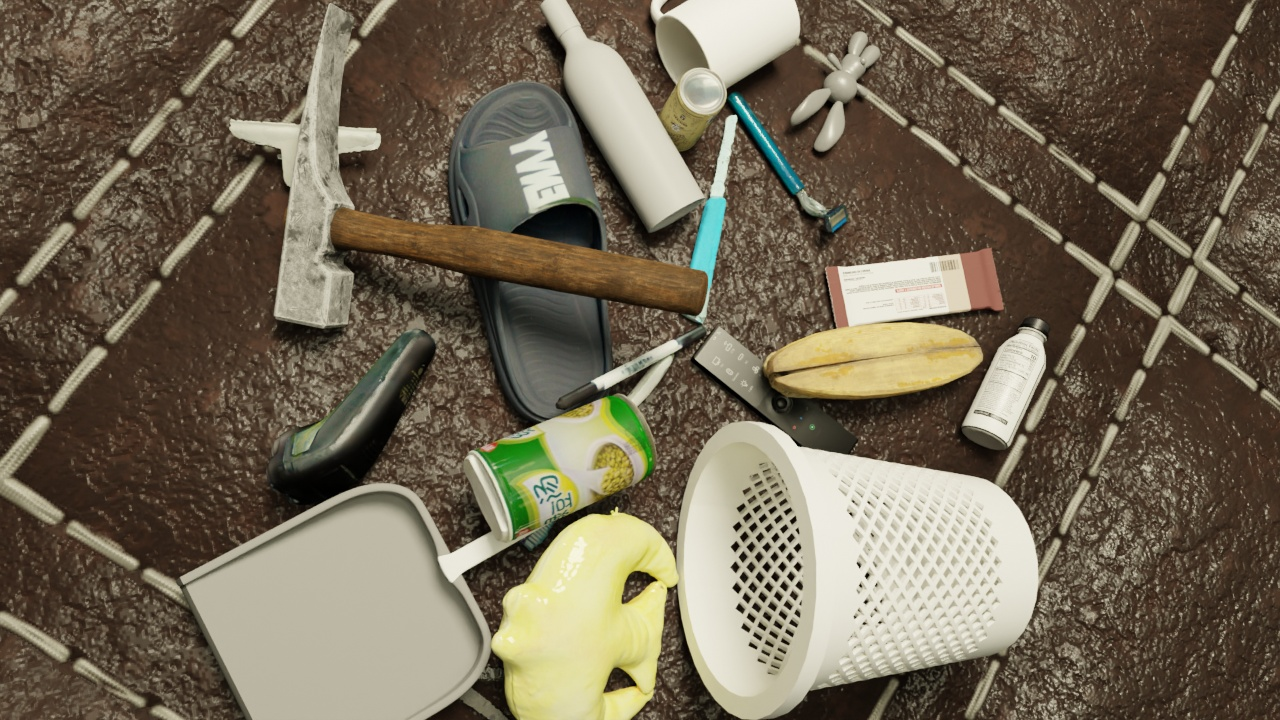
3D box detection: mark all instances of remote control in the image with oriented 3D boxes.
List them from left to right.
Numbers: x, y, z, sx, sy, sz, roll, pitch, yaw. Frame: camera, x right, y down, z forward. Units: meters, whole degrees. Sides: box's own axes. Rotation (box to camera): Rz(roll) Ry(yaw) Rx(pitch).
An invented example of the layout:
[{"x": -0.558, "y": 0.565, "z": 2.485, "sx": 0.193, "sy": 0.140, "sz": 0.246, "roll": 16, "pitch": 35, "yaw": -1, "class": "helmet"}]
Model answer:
[{"x": 0.109, "y": 0.032, "z": 0.739, "sx": 0.150, "sy": 0.013, "sz": 0.034, "roll": 39, "pitch": 76, "yaw": -5, "class": "remote control"}]

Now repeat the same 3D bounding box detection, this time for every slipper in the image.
[{"x": -0.078, "y": -0.084, "z": 0.679, "sx": 0.110, "sy": 0.083, "sz": 0.268, "roll": -9, "pitch": 86, "yaw": -12, "class": "slipper"}]

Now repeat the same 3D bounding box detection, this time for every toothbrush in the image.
[{"x": -0.030, "y": 0.067, "z": 0.703, "sx": 0.017, "sy": 0.016, "sz": 0.188, "roll": 42, "pitch": 76, "yaw": -15, "class": "toothbrush"}]

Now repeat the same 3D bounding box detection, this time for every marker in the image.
[{"x": -0.004, "y": 0.004, "z": 0.693, "sx": 0.151, "sy": 0.011, "sz": 0.011, "roll": -28, "pitch": 89, "yaw": -35, "class": "marker"}]

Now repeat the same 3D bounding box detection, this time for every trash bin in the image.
[{"x": 0.157, "y": 0.146, "z": 0.657, "sx": 0.199, "sy": 0.196, "sz": 0.195, "roll": 5, "pitch": 81, "yaw": -22, "class": "trash bin"}]

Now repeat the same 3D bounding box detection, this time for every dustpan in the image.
[{"x": -0.161, "y": 0.160, "z": 0.641, "sx": 0.257, "sy": 0.033, "sz": 0.163, "roll": -27, "pitch": 85, "yaw": -21, "class": "dustpan"}]

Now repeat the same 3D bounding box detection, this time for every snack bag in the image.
[{"x": 0.234, "y": -0.060, "z": 0.779, "sx": 0.157, "sy": 0.013, "sz": 0.057, "roll": -8, "pitch": 82, "yaw": -14, "class": "snack bag"}]

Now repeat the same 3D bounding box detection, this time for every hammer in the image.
[{"x": -0.095, "y": -0.110, "z": 0.625, "sx": 0.301, "sy": 0.037, "sz": 0.218, "roll": 11, "pitch": 96, "yaw": 8, "class": "hammer"}]

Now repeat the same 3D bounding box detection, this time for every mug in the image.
[{"x": 0.059, "y": -0.276, "z": 0.746, "sx": 0.090, "sy": 0.074, "sz": 0.110, "roll": -35, "pitch": 65, "yaw": -15, "class": "mug"}]

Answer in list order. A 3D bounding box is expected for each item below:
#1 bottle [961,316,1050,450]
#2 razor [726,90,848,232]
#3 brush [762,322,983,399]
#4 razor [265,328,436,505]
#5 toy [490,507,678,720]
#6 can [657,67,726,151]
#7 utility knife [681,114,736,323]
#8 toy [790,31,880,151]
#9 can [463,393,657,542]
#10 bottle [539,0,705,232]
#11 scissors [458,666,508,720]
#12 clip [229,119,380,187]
[{"x": 0.312, "y": 0.016, "z": 0.772, "sx": 0.041, "sy": 0.041, "sz": 0.116, "roll": 31, "pitch": 77, "yaw": -7, "class": "bottle"}, {"x": 0.119, "y": -0.165, "z": 0.765, "sx": 0.144, "sy": 0.022, "sz": 0.042, "roll": 51, "pitch": 38, "yaw": 2, "class": "razor"}, {"x": 0.188, "y": 0.002, "z": 0.740, "sx": 0.195, "sy": 0.043, "sz": 0.059, "roll": -5, "pitch": 80, "yaw": -19, "class": "brush"}, {"x": -0.205, "y": 0.036, "z": 0.655, "sx": 0.067, "sy": 0.054, "sz": 0.151, "roll": 27, "pitch": 69, "yaw": 19, "class": "razor"}, {"x": -0.039, "y": 0.187, "z": 0.650, "sx": 0.154, "sy": 0.065, "sz": 0.170, "roll": 19, "pitch": 82, "yaw": -39, "class": "toy"}, {"x": 0.038, "y": -0.195, "z": 0.719, "sx": 0.038, "sy": 0.080, "sz": 0.038, "roll": 2, "pitch": 82, "yaw": -13, "class": "can"}, {"x": 0.062, "y": -0.118, "z": 0.747, "sx": 0.022, "sy": 0.015, "sz": 0.178, "roll": 16, "pitch": 81, "yaw": -11, "class": "utility knife"}, {"x": 0.170, "y": -0.232, "z": 0.780, "sx": 0.049, "sy": 0.030, "sz": 0.111, "roll": 39, "pitch": 70, "yaw": -20, "class": "toy"}, {"x": -0.056, "y": 0.074, "z": 0.642, "sx": 0.120, "sy": 0.067, "sz": 0.067, "roll": -21, "pitch": 87, "yaw": -25, "class": "can"}, {"x": -0.021, "y": -0.198, "z": 0.721, "sx": 0.052, "sy": 0.052, "sz": 0.195, "roll": -30, "pitch": 90, "yaw": -15, "class": "bottle"}, {"x": -0.161, "y": 0.219, "z": 0.654, "sx": 0.165, "sy": 0.013, "sz": 0.157, "roll": -25, "pitch": 87, "yaw": -19, "class": "scissors"}, {"x": -0.246, "y": -0.155, "z": 0.677, "sx": 0.102, "sy": 0.058, "sz": 0.052, "roll": 1, "pitch": 58, "yaw": -12, "class": "clip"}]
